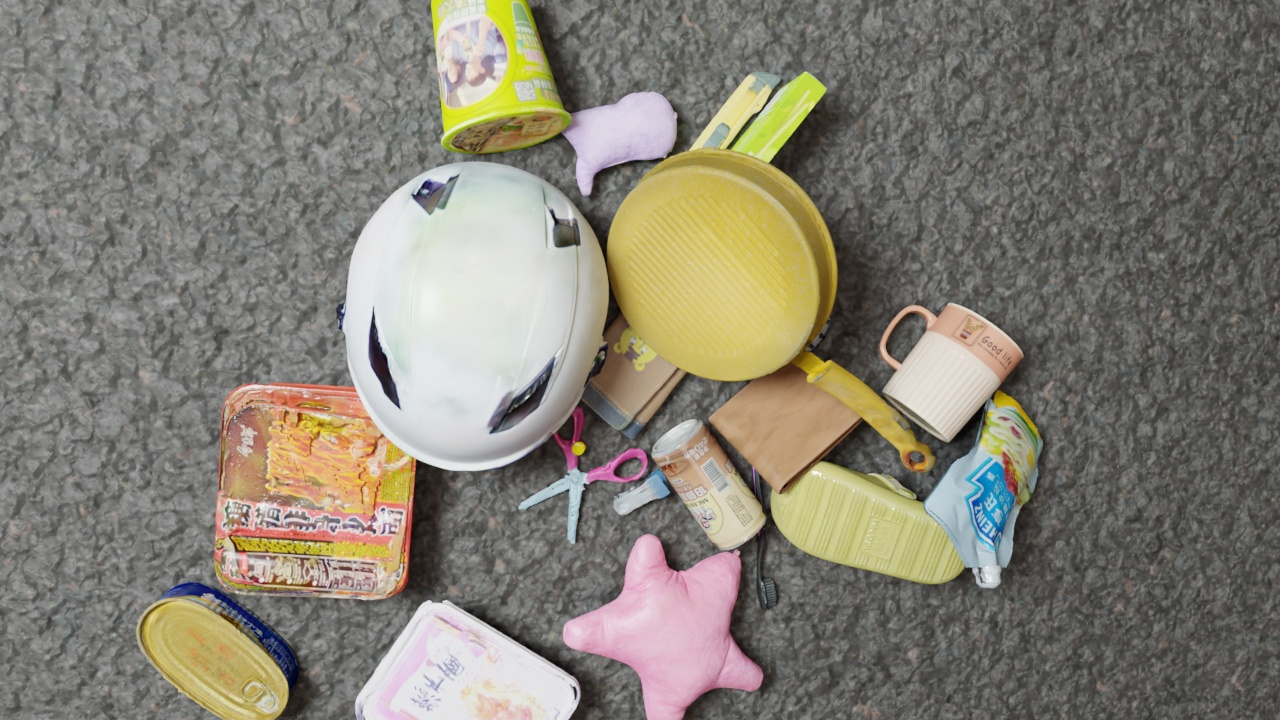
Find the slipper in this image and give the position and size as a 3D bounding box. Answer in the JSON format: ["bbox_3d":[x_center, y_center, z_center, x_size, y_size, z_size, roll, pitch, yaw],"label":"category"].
[{"bbox_3d":[0.217,0.149,0.874,0.190,0.081,0.092,20,107,7],"label":"slipper"}]

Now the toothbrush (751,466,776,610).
[{"bbox_3d":[0.118,0.152,0.894,0.017,0.014,0.189,-6,97,-16],"label":"toothbrush"}]

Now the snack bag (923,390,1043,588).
[{"bbox_3d":[0.323,0.115,0.846,0.190,0.039,0.110,-46,115,-41],"label":"snack bag"}]

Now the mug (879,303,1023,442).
[{"bbox_3d":[0.280,0.003,0.868,0.114,0.081,0.106,39,92,11],"label":"mug"}]

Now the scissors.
[{"bbox_3d":[-0.052,0.109,0.865,0.131,0.017,0.133,4,96,-2],"label":"scissors"}]

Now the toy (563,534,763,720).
[{"bbox_3d":[0.043,0.254,0.868,0.178,0.075,0.194,-45,103,-11],"label":"toy"}]

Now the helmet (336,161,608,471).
[{"bbox_3d":[-0.129,-0.050,0.742,0.229,0.146,0.258,15,71,-6],"label":"helmet"}]

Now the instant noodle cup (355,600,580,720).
[{"bbox_3d":[-0.158,0.307,0.854,0.173,0.060,0.138,34,91,-8],"label":"instant noodle cup"}]

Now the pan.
[{"bbox_3d":[0.123,-0.023,0.779,0.357,0.078,0.198,49,132,-3],"label":"pan"}]

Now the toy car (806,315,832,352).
[{"bbox_3d":[0.118,-0.052,0.855,0.120,0.045,0.053,33,89,-3],"label":"toy car"}]

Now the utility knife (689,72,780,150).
[{"bbox_3d":[0.063,-0.193,0.850,0.031,0.020,0.188,37,95,7],"label":"utility knife"}]

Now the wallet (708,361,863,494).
[{"bbox_3d":[0.138,0.052,0.855,0.115,0.020,0.101,-40,61,-3],"label":"wallet"}]

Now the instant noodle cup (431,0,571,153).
[{"bbox_3d":[-0.125,-0.252,0.777,0.111,0.112,0.123,-12,90,-6],"label":"instant noodle cup"}]

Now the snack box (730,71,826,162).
[{"bbox_3d":[0.096,-0.182,0.818,0.026,0.086,0.156,39,90,-9],"label":"snack box"}]

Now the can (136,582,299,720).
[{"bbox_3d":[-0.378,0.264,0.827,0.148,0.049,0.074,42,90,-9],"label":"can"}]

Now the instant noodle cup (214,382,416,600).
[{"bbox_3d":[-0.280,0.110,0.807,0.164,0.079,0.189,5,96,-8],"label":"instant noodle cup"}]

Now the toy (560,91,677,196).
[{"bbox_3d":[-0.017,-0.202,0.825,0.108,0.039,0.084,-18,98,-6],"label":"toy"}]

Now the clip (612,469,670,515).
[{"bbox_3d":[-0.001,0.128,0.874,0.058,0.045,0.027,-28,102,6],"label":"clip"}]

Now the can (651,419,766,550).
[{"bbox_3d":[0.064,0.116,0.860,0.058,0.058,0.116,-35,99,-2],"label":"can"}]

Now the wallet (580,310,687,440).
[{"bbox_3d":[-0.005,0.005,0.855,0.090,0.033,0.115,41,87,-8],"label":"wallet"}]
